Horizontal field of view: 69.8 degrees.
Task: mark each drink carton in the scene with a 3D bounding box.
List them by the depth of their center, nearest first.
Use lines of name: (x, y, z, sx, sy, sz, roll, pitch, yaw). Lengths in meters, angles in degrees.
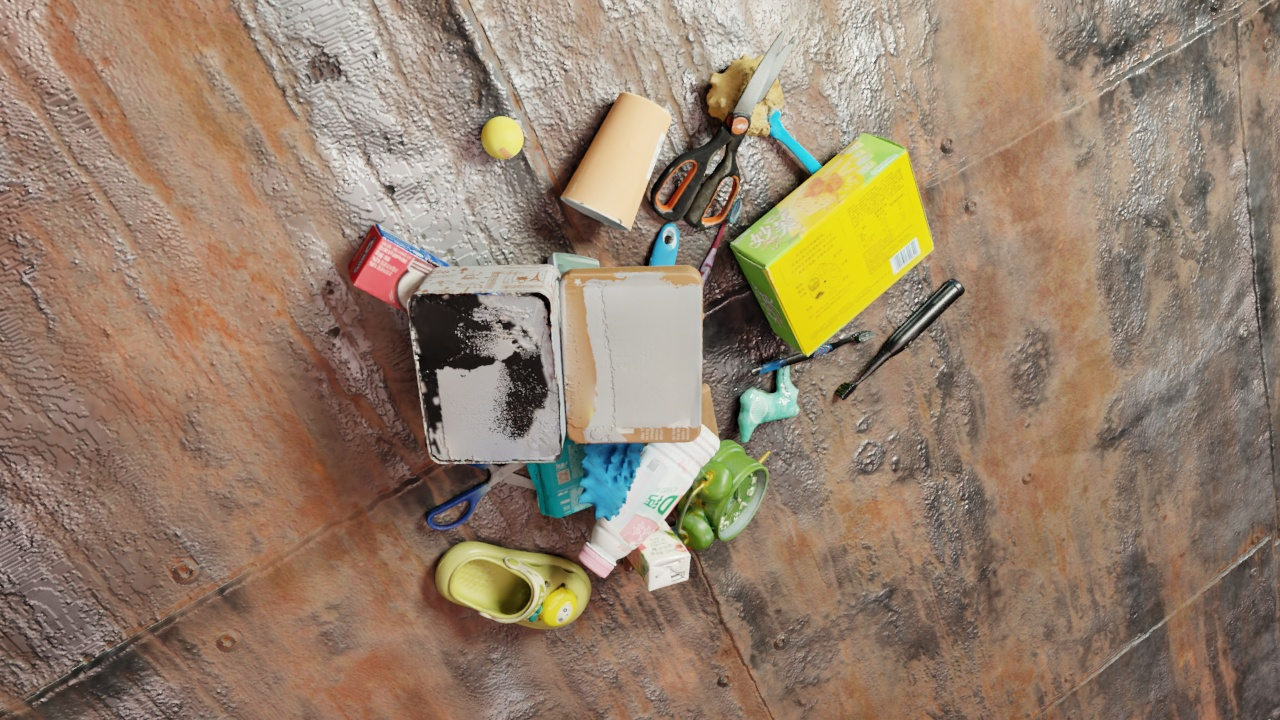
drink carton: (0.007, 0.208, 1.055, 0.053, 0.122, 0.046, -11, 121, -22)

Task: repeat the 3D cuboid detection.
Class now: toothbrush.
toothbrush: (0.074, -0.096, 1.034, 0.016, 0.017, 0.188, 18, 100, -28)
toothbrush: (0.214, -0.010, 1.123, 0.189, 0.016, 0.014, -17, 105, -24)
toothbrush: (0.330, -0.025, 1.172, 0.212, 0.027, 0.026, -43, 135, -4)

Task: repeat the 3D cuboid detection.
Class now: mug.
mug: (-0.020, -0.201, 0.923, 0.078, 0.078, 0.123, 24, 93, -29)

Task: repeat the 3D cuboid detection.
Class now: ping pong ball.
ping pong ball: (-0.133, -0.214, 0.884, 0.040, 0.040, 0.040, -8, 112, -22)

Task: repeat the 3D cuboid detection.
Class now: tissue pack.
tissue pack: (-0.061, 0.115, 1.029, 0.133, 0.050, 0.093, -18, 115, -23)

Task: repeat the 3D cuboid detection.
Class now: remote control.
remote control: (-0.063, -0.046, 0.942, 0.056, 0.019, 0.135, 7, 64, -30)

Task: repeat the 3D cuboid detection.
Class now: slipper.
slipper: (-0.139, 0.266, 1.036, 0.190, 0.081, 0.092, 23, 101, -27)

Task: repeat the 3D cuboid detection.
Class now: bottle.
bottle: (0.005, 0.148, 1.007, 0.068, 0.068, 0.196, 42, 82, -30)

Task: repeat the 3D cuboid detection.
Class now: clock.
clock: (0.091, 0.160, 1.076, 0.160, 0.056, 0.116, -13, 125, -51)

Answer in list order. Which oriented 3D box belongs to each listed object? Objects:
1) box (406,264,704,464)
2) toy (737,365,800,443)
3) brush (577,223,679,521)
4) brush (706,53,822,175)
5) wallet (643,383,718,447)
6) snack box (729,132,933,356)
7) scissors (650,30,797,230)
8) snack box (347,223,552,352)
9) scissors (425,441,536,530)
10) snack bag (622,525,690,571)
box: (-0.071, 0.001, 0.854, 0.260, 0.082, 0.177, -1, 115, 1)
toy: (0.158, 0.049, 1.121, 0.091, 0.030, 0.096, -7, 104, -27)
brush: (-0.006, 0.006, 0.967, 0.060, 0.109, 0.314, 15, 95, -3)
brush: (0.165, -0.238, 1.011, 0.254, 0.046, 0.083, 37, 90, -35)
wallet: (0.045, 0.093, 1.091, 0.101, 0.020, 0.115, -22, 119, -14)
snack box: (0.221, -0.130, 1.042, 0.210, 0.070, 0.158, -40, 132, -6)
scissors: (0.081, -0.234, 0.939, 0.148, 0.021, 0.235, -4, 132, -13)
snack box: (-0.182, -0.058, 0.911, 0.207, 0.057, 0.058, 30, 97, -30)
scissors: (-0.169, 0.126, 1.009, 0.162, 0.012, 0.174, -48, 121, -6)
snack bag: (0.025, 0.225, 1.125, 0.105, 0.026, 0.045, -15, 117, -16)
